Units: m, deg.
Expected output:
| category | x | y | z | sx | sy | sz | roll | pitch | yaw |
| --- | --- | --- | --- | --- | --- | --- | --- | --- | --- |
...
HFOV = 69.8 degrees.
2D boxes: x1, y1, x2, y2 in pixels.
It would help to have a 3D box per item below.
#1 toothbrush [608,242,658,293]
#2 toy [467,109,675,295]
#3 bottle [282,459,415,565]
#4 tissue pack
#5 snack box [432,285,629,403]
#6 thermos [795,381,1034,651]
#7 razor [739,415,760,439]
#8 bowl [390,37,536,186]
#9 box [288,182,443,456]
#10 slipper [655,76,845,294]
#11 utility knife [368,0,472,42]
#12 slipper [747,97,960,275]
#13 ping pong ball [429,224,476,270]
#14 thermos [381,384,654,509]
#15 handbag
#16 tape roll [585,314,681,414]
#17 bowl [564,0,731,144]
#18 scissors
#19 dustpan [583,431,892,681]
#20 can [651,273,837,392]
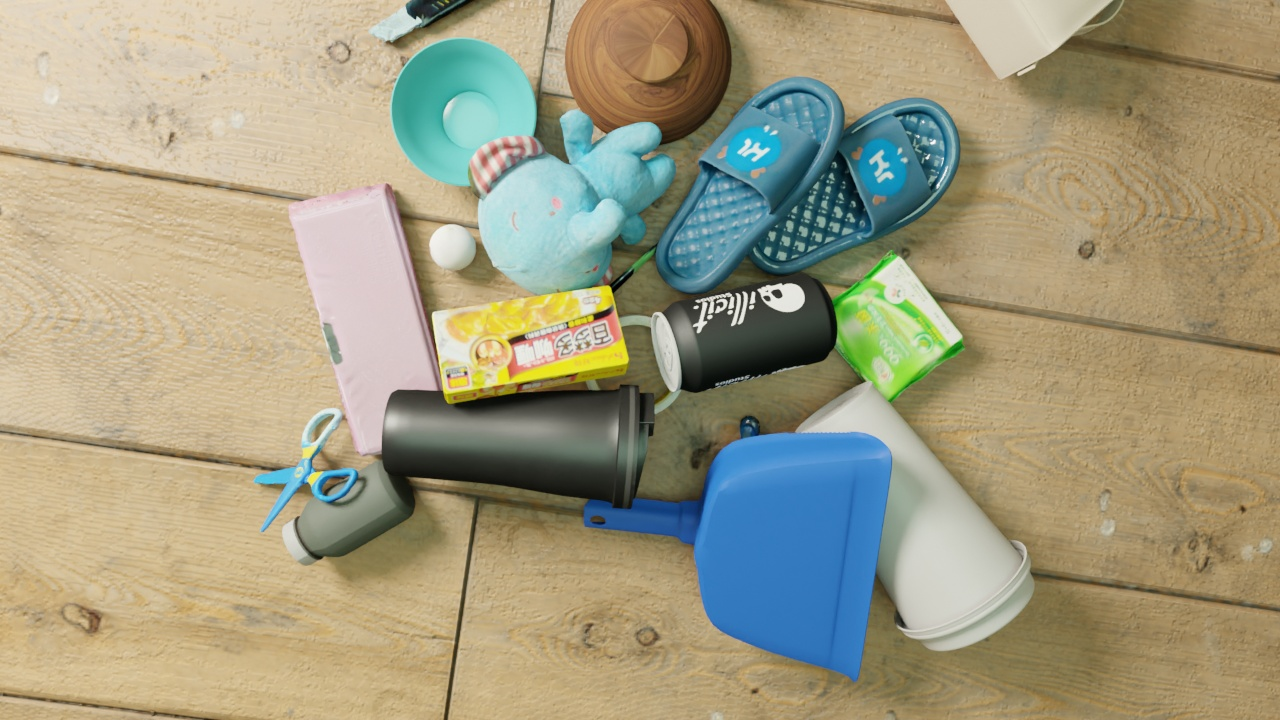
| category | x | y | z | sx | sy | sz | roll | pitch | yaw |
| --- | --- | --- | --- | --- | --- | --- | --- | --- | --- |
| toothbrush | -0.042 | -0.044 | 0.801 | 0.017 | 0.014 | 0.187 | 40 | 71 | 21 |
| toy | -0.046 | -0.126 | 0.771 | 0.180 | 0.115 | 0.183 | -31 | 125 | -3 |
| bottle | -0.261 | 0.138 | 0.821 | 0.108 | 0.060 | 0.060 | -30 | 97 | 1 |
| tissue pack | 0.227 | -0.029 | 0.836 | 0.099 | 0.034 | 0.114 | -39 | 95 | 4 |
| snack box | -0.091 | -0.014 | 0.760 | 0.152 | 0.025 | 0.075 | -9 | 67 | -11 |
| thermos | 0.235 | 0.132 | 0.816 | 0.131 | 0.131 | 0.222 | -35 | 89 | 2 |
| razor | 0.099 | 0.121 | 0.855 | 0.044 | 0.018 | 0.141 | 6 | 94 | 19 |
| bowl | -0.149 | -0.210 | 0.791 | 0.121 | 0.046 | 0.121 | 0 | 97 | -2 |
| box | -0.235 | -0.034 | 0.816 | 0.098 | 0.041 | 0.233 | -16 | 98 | -8 |
| slipper | 0.083 | -0.154 | 0.786 | 0.214 | 0.059 | 0.104 | -52 | 55 | 10 |
| utility knife | -0.146 | -0.327 | 0.791 | 0.198 | 0.020 | 0.029 | -29 | 96 | 0 |
| slipper | 0.188 | -0.147 | 0.808 | 0.214 | 0.059 | 0.104 | -32 | 99 | 3 |
| ping pong ball | -0.165 | -0.099 | 0.807 | 0.040 | 0.040 | 0.040 | 0 | 97 | -3 |
| thermos | -0.101 | 0.067 | 0.778 | 0.218 | 0.106 | 0.106 | 4 | 96 | -3 |
| handbag | 0.346 | -0.373 | 0.778 | 0.197 | 0.101 | 0.194 | -38 | 97 | -10 |
| tape roll | -0.005 | 0.005 | 0.836 | 0.094 | 0.019 | 0.094 | 0 | 97 | -3 |
| bowl | 0.009 | -0.262 | 0.780 | 0.147 | 0.069 | 0.147 | 0 | 97 | -2 |
| scissors | -0.299 | 0.094 | 0.816 | 0.126 | 0.016 | 0.125 | -9 | 59 | 25 |
| dustpan | 0.073 | 0.160 | 0.812 | 0.258 | 0.059 | 0.246 | 5 | 117 | 8 |
| can | 0.089 | -0.023 | 0.795 | 0.146 | 0.080 | 0.080 | -14 | 97 | -12 |
